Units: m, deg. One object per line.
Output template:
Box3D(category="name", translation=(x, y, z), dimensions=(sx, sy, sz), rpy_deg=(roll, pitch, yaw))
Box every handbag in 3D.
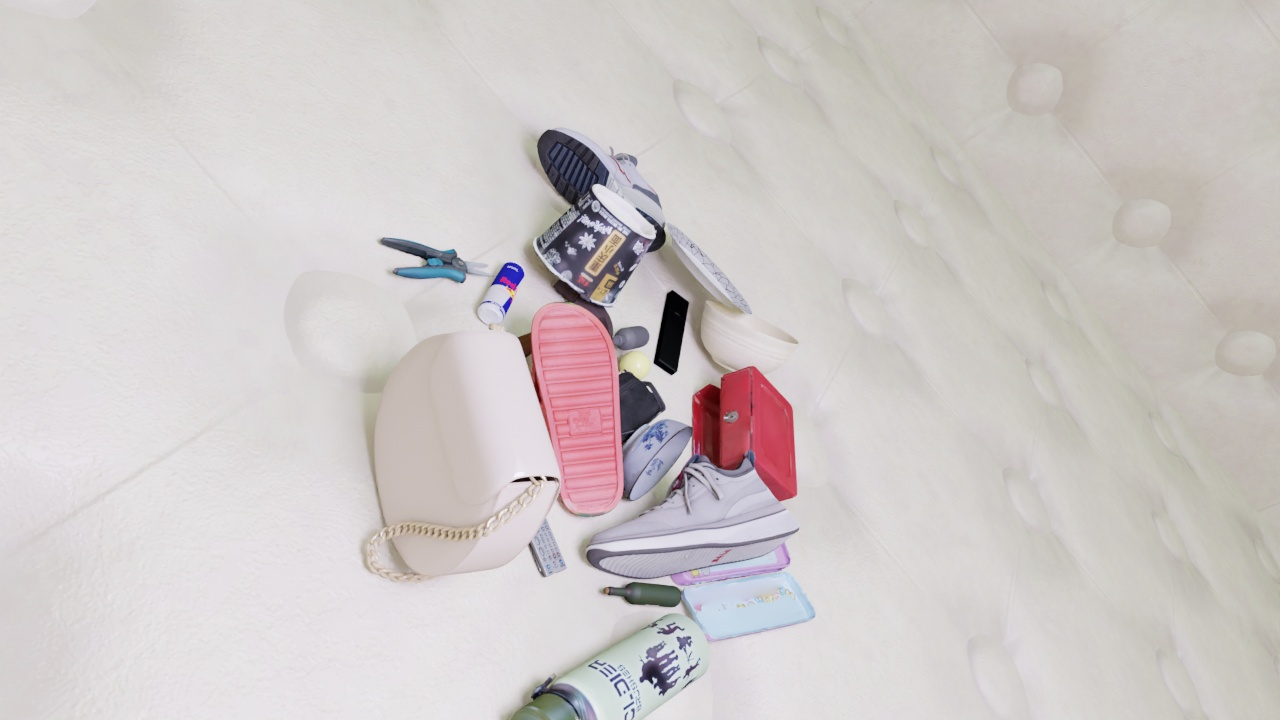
Box3D(category="handbag", translation=(-0.172, 0.085, 0.836), dimensions=(0.103, 0.209, 0.210), rpy_deg=(4, 57, -43))
Box3D(category="handbag", translation=(-0.023, 0.057, 1.142), dimensions=(0.079, 0.054, 0.128), rpy_deg=(50, 40, 3))

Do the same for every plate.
Box3D(category="plate", translation=(0.097, -0.132, 1.367), dimensions=(0.188, 0.016, 0.188), rpy_deg=(44, 14, -14))

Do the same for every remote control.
Box3D(category="remote control", translation=(-0.118, 0.166, 0.987), dimensions=(0.033, 0.013, 0.136), rpy_deg=(-10, 68, -49))
Box3D(category="remote control", translation=(0.045, -0.042, 1.321), dimensions=(0.034, 0.013, 0.149), rpy_deg=(35, 42, -22))

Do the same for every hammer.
Box3D(category="hammer", translation=(-0.140, -0.015, 1.095), dimensions=(0.115, 0.033, 0.321), rpy_deg=(53, 38, 3))

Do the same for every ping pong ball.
Box3D(category="ping pong ball", translation=(-0.007, 0.007, 1.206), dimensions=(0.040, 0.040, 0.040), rpy_deg=(27, 45, -30))

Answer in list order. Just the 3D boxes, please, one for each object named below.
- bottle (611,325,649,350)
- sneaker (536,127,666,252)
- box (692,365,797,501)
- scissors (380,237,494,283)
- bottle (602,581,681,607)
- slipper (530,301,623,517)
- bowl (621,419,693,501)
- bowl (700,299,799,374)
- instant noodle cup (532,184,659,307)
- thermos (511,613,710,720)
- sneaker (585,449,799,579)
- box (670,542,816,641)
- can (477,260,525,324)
Box3D(category="bottle", translation=(-0.016, -0.029, 1.200), dimensions=(0.030, 0.030, 0.112), rpy_deg=(56, 14, 5))
Box3D(category="sneaker", translation=(-0.051, -0.270, 1.355), dimensions=(0.239, 0.089, 0.124), rpy_deg=(43, 33, -26))
Box3D(category="box", translation=(0.150, 0.105, 1.239), dimensions=(0.134, 0.111, 0.157), rpy_deg=(32, 42, -32))
Box3D(category="scissors", translation=(-0.240, -0.113, 1.078), dimensions=(0.123, 0.019, 0.147), rpy_deg=(42, 33, -7))
Box3D(category="bottle", translation=(0.001, 0.261, 1.026), dimensions=(0.106, 0.025, 0.025), rpy_deg=(16, 50, -38))
Box3D(category="slipper", translation=(-0.074, 0.056, 1.061), dimensions=(0.103, 0.059, 0.248), rpy_deg=(-9, 85, -18))
Box3D(category="bowl", translation=(0.009, 0.110, 1.098), dimensions=(0.045, 0.114, 0.114), rpy_deg=(39, 34, 17))
Box3D(category="bowl", translation=(0.150, -0.024, 1.345), dimensions=(0.150, 0.075, 0.150), rpy_deg=(22, 13, -6))
Box3D(category="instant noodle cup", translation=(-0.054, -0.155, 1.196), dimensions=(0.137, 0.112, 0.137), rpy_deg=(36, 20, -16))
Box3D(category="thermos", translation=(-0.029, 0.324, 0.906), dimensions=(0.230, 0.083, 0.082), rpy_deg=(-14, 72, -50))
Box3D(category="sneaker", translation=(0.053, 0.172, 1.059), dimensions=(0.262, 0.097, 0.128), rpy_deg=(-6, 60, -27))
Box3D(category="box", translation=(0.124, 0.268, 1.141), dimensions=(0.213, 0.035, 0.150), rpy_deg=(6, 50, -44))
Box3D(category="can", translation=(-0.169, -0.082, 1.116), dimensions=(0.032, 0.032, 0.095), rpy_deg=(38, 40, -18))
